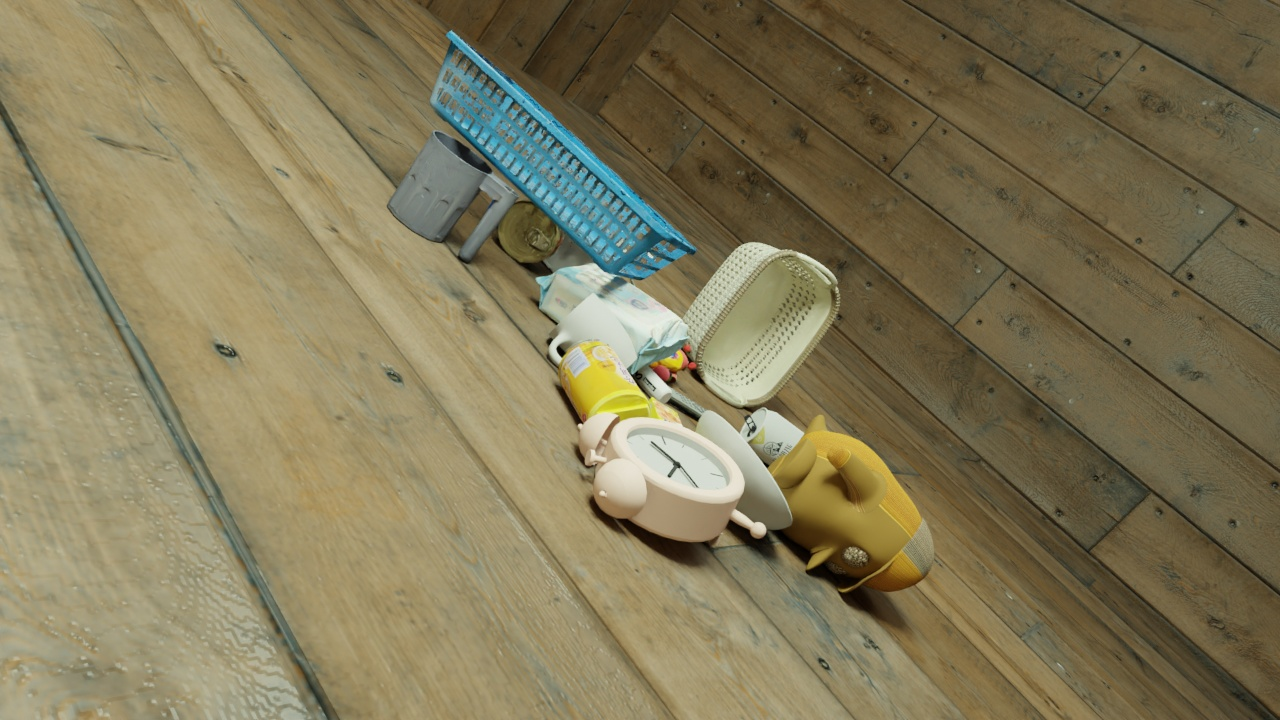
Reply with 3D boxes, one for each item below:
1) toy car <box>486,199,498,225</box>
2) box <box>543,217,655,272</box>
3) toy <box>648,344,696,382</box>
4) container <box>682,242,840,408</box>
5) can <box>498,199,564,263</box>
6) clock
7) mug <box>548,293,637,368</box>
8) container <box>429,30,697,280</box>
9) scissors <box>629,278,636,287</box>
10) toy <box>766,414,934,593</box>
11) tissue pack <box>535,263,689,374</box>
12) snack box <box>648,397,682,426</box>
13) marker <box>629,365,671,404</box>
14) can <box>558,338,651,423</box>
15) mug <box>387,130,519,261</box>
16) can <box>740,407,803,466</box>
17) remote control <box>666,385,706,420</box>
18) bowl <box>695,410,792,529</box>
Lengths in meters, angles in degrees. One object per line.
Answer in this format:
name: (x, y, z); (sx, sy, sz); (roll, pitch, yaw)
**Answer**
toy car: (-0.189, -0.211, 1.353); (0.092, 0.033, 0.061); (45, 22, 21)
box: (-0.050, -0.156, 1.357); (0.108, 0.126, 0.136); (46, 14, 28)
toy: (0.024, -0.007, 1.248); (0.103, 0.046, 0.084); (21, 44, -25)
container: (0.176, -0.062, 1.419); (0.184, 0.246, 0.143); (34, 6, -33)
can: (-0.148, -0.177, 1.253); (0.086, 0.086, 0.043); (39, 15, 1)
clock: (0.020, 0.115, 0.841); (0.160, 0.086, 0.131); (22, 19, -23)
mug: (-0.058, -0.013, 1.048); (0.089, 0.071, 0.107); (47, 42, -3)
container: (-0.100, -0.237, 1.169); (0.362, 0.089, 0.257); (44, 9, 6)
scissors: (0.012, -0.093, 1.539); (0.173, 0.014, 0.141); (38, 18, -10)
toy: (0.235, 0.182, 1.042); (0.203, 0.162, 0.199); (43, -25, 4)
tissue pack: (-0.037, -0.061, 1.150); (0.182, 0.070, 0.111); (36, 28, 16)
snack box: (0.031, 0.092, 0.997); (0.040, 0.029, 0.148); (33, 16, -23)
marker: (-0.007, 0.007, 1.169); (0.126, 0.025, 0.025); (47, 17, 28)
can: (-0.038, 0.032, 0.932); (0.067, 0.068, 0.105); (27, 19, -39)
mug: (-0.221, -0.192, 1.084); (0.124, 0.104, 0.083); (39, 14, -3)
can: (0.191, 0.116, 1.246); (0.127, 0.064, 0.064); (36, 15, -13)
remote control: (0.077, 0.068, 1.209); (0.136, 0.013, 0.033); (31, 16, -28)
bowl: (0.098, 0.126, 0.975); (0.149, 0.043, 0.150); (53, -10, 13)
